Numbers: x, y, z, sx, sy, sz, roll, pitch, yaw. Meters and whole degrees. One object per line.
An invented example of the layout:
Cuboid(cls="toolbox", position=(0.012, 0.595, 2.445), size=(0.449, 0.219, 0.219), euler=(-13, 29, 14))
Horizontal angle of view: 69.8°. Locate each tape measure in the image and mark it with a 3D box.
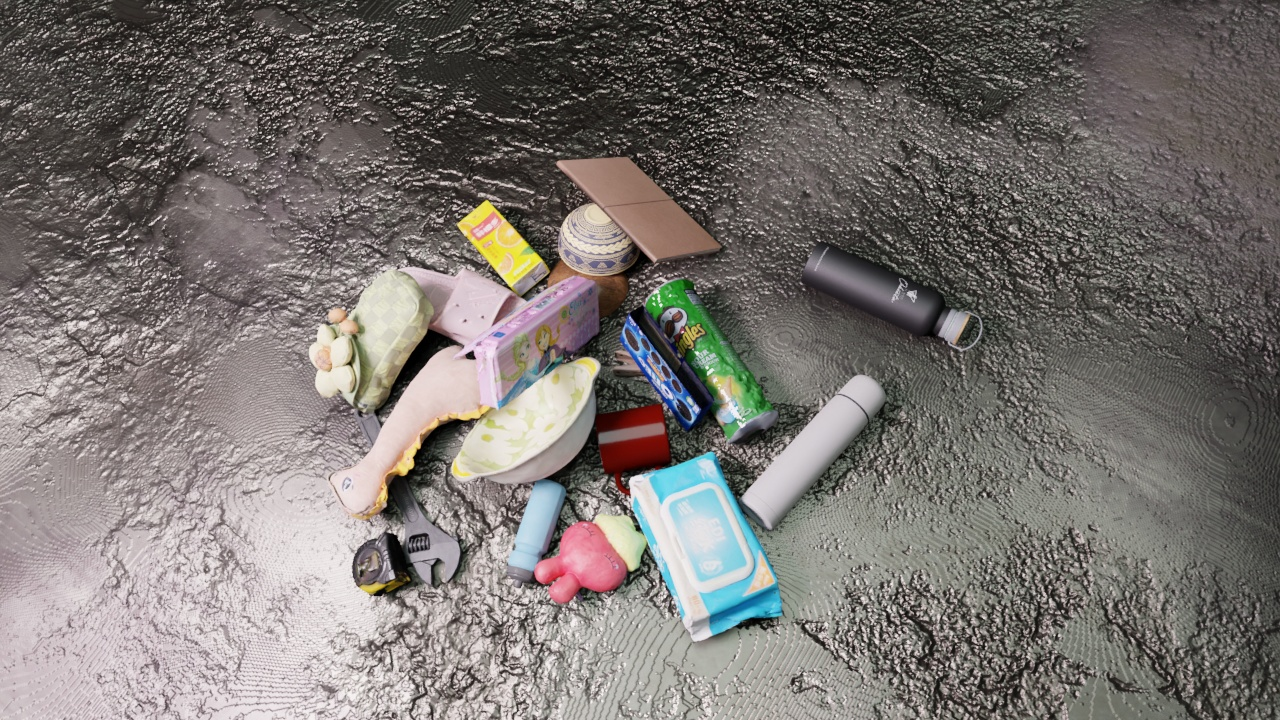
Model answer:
Cuboid(cls="tape measure", position=(-0.312, 0.242, 1.087), size=(0.063, 0.038, 0.067), euler=(-31, 63, 18))

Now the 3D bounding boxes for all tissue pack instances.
Cuboid(cls="tissue pack", position=(0.073, 0.212, 1.056), size=(0.117, 0.066, 0.209), euler=(-19, 66, -13))

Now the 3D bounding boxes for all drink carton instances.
Cuboid(cls="drink carton", position=(-0.189, -0.156, 1.269), size=(0.058, 0.043, 0.134), euler=(-41, 68, -4))

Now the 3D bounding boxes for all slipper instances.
Cuboid(cls="slipper", position=(-0.243, -0.076, 1.227), size=(0.239, 0.064, 0.094), euler=(19, 68, 16))

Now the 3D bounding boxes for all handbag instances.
Cuboid(cls="handbag", position=(-0.353, -0.032, 1.172), size=(0.113, 0.116, 0.186), euler=(39, 100, 28))

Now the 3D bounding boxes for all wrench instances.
Cuboid(cls="wrench", position=(-0.299, 0.162, 1.146), size=(0.073, 0.018, 0.273), euler=(-29, 64, -9))

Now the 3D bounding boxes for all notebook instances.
Cuboid(cls="notebook", position=(-0.001, -0.209, 1.248), size=(0.141, 0.008, 0.209), euler=(-17, 56, -47))

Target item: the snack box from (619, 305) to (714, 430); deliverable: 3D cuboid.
Cuboid(cls="snack box", position=(0.030, 0.010, 1.135), size=(0.027, 0.082, 0.150), euler=(-31, 75, -21))

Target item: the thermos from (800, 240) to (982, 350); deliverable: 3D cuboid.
Cuboid(cls="thermos", position=(0.323, -0.079, 1.174), size=(0.231, 0.061, 0.061), euler=(27, 70, 17))

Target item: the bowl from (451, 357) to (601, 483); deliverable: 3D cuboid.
Cuboid(cls="bowl", position=(-0.123, 0.087, 1.109), size=(0.219, 0.060, 0.188), euler=(-40, 27, -10))

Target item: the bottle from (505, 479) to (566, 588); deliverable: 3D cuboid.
Cuboid(cls="bottle", position=(-0.126, 0.208, 1.094), size=(0.040, 0.040, 0.129), euler=(13, 67, 11))

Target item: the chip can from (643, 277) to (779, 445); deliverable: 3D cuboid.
Cuboid(cls="chip can", position=(0.088, 0.001, 1.153), size=(0.075, 0.075, 0.223), euler=(-28, 66, -8))

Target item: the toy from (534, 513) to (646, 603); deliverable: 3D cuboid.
Cuboid(cls="toy", position=(-0.058, 0.229, 1.068), size=(0.135, 0.045, 0.091), euler=(-25, 58, -21))

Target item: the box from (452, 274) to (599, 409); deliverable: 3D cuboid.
Cuboid(cls="box", position=(-0.147, -0.034, 1.136), size=(0.097, 0.085, 0.229), euler=(12, 32, 26))

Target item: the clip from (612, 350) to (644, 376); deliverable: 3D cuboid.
Cuboid(cls="clip", position=(-0.008, 0.012, 1.184), size=(0.061, 0.025, 0.043), euler=(13, 67, 6))

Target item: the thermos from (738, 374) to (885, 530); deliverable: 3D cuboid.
Cuboid(cls="thermos", position=(0.210, 0.106, 1.102), size=(0.052, 0.052, 0.223), euler=(40, 74, 21))

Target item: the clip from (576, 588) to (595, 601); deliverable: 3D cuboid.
Cuboid(cls="clip", position=(-0.078, 0.260, 1.081), size=(0.036, 0.013, 0.053), euler=(-25, 63, -8))

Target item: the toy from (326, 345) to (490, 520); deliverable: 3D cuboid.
Cuboid(cls="toy", position=(-0.261, 0.088, 1.134), size=(0.196, 0.065, 0.263), euler=(8, 53, 28))

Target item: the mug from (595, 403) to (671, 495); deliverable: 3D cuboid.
Cuboid(cls="mug", position=(-0.005, 0.111, 1.118), size=(0.082, 0.073, 0.105), euler=(-10, 93, 1))

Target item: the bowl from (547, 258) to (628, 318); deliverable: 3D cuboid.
Cuboid(cls="bowl", position=(-0.073, -0.109, 1.246), size=(0.114, 0.026, 0.101), euler=(36, 73, 20))

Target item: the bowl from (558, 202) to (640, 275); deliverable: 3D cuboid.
Cuboid(cls="bowl", position=(-0.055, -0.175, 1.239), size=(0.112, 0.061, 0.112), euler=(2, 49, -2))
